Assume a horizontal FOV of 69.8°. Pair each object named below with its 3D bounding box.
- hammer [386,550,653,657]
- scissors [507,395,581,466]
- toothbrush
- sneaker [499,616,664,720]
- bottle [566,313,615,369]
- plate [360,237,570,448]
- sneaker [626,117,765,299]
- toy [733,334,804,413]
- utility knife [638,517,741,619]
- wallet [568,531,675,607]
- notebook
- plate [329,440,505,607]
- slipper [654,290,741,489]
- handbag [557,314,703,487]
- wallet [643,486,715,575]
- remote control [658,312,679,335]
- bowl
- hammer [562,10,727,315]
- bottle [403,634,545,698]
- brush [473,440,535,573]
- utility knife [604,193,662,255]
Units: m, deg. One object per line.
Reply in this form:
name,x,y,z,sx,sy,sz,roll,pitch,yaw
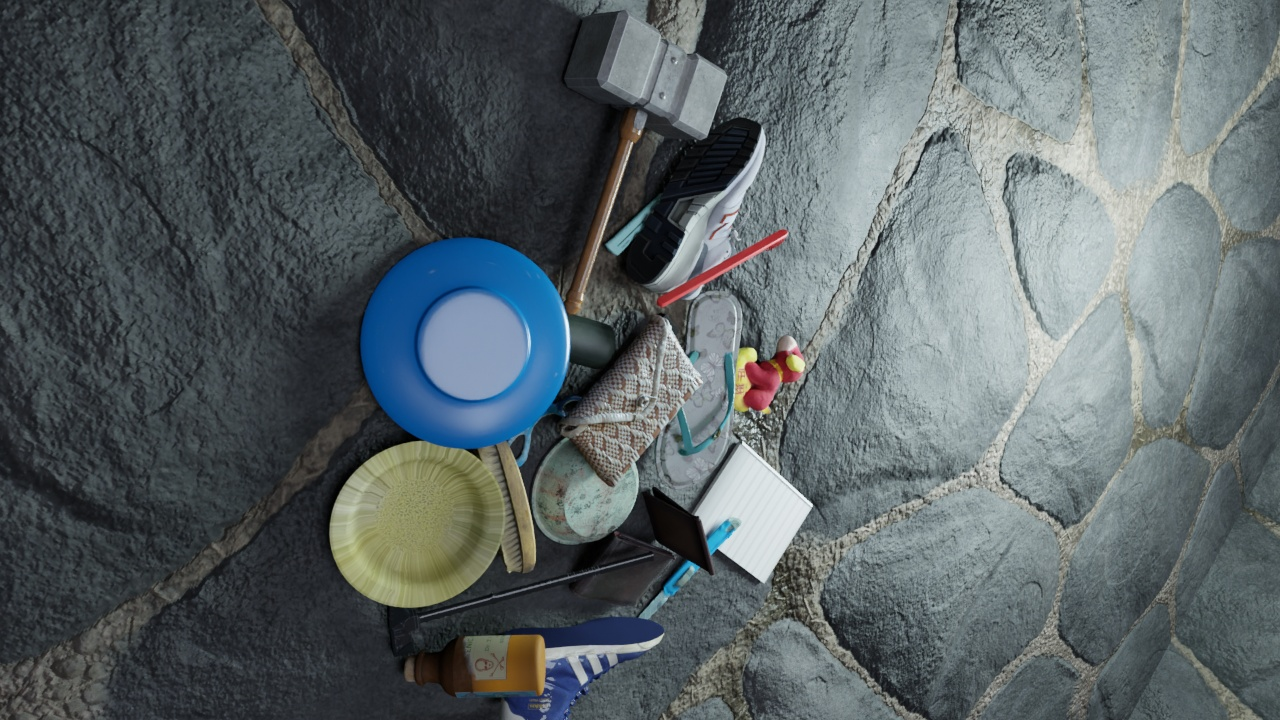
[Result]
hammer,-0.133,0.264,1.080,0.324,0.015,0.095,-10,119,-22
scissors,-0.116,0.065,1.090,0.139,0.011,0.134,9,97,-38
toothbrush,0.102,-0.111,1.117,0.212,0.012,0.018,-31,152,-26
sneaker,-0.075,0.405,1.169,0.232,0.091,0.118,6,95,-37
bottle,-0.113,-0.035,1.034,0.174,0.055,0.055,15,94,-33
plate,-0.177,-0.017,0.966,0.224,0.024,0.224,-1,94,-23
sneaker,0.084,-0.171,1.125,0.239,0.089,0.124,-53,142,-3
toy,0.167,0.025,1.260,0.137,0.067,0.106,-21,113,-23
utility knife,0.064,0.300,1.290,0.221,0.015,0.031,-44,122,-10
wallet,-0.023,0.273,1.194,0.120,0.031,0.099,28,108,-41
notebook,0.165,0.226,1.351,0.209,0.009,0.142,42,78,-37
plate,-0.242,0.173,0.996,0.184,0.036,0.184,-4,101,-22
slipper,0.087,0.044,1.190,0.098,0.055,0.269,11,96,-15
handbag,-0.006,0.050,1.087,0.185,0.047,0.124,-49,135,-17
wallet,0.051,0.220,1.194,0.018,0.116,0.091,-28,119,-26
remote control,-0.007,0.007,1.151,0.150,0.013,0.034,-51,127,-13
bowl,-0.060,0.163,1.142,0.157,0.039,0.157,-12,110,-34
hammer,-0.030,-0.202,1.025,0.162,0.083,0.317,17,93,-39
bottle,-0.190,0.352,1.053,0.157,0.067,0.068,-2,108,1
brush,-0.156,0.166,1.059,0.043,0.059,0.195,-17,117,-18
utility knife,0.016,-0.185,1.113,0.165,0.015,0.022,-47,125,-20
